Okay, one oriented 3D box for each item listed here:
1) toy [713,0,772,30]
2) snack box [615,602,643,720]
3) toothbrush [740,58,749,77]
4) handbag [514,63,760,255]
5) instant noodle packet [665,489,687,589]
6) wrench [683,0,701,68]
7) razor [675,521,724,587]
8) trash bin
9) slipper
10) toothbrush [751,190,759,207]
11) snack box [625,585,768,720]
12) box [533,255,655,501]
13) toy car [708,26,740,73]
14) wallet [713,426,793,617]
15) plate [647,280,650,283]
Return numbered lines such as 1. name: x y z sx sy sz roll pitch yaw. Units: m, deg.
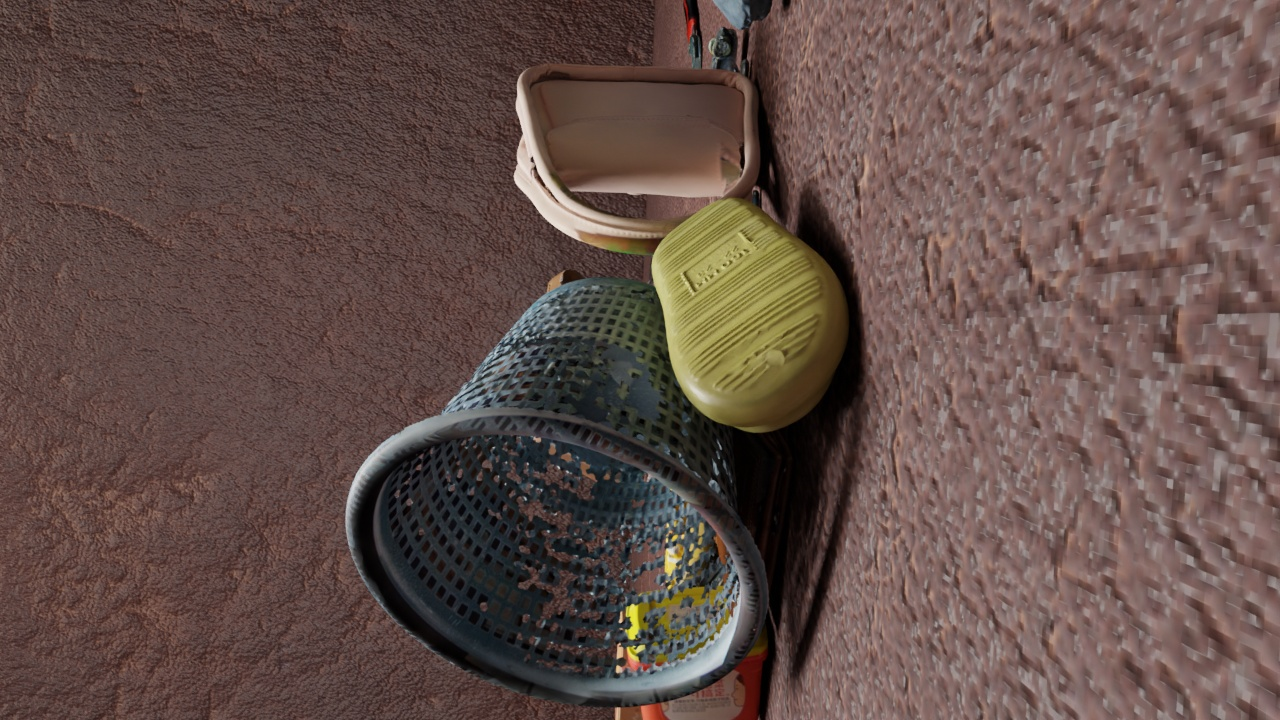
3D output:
1. toy: 0.066 -0.289 0.570 0.356 0.091 0.138 -95 -20 -79
2. snack box: 0.028 0.247 0.704 0.077 0.093 0.094 -93 5 -68
3. toothbrush: 0.081 -0.168 0.800 0.015 0.018 0.181 -85 0 -69
4. handbag: 0.001 -0.143 0.677 0.233 0.193 0.093 -100 10 -56
5. instant noodle packet: 0.046 0.176 0.931 0.128 0.044 0.111 -84 -8 -65
6. wrench: 0.072 -0.467 1.283 0.056 0.016 0.272 96 175 -47
7. razor: 0.057 0.148 0.723 0.068 0.062 0.167 -53 12 24
8. trash bin: -0.030 0.059 0.552 0.194 0.226 0.227 -73 -10 -51
9. slipper: 0.063 -0.023 0.495 0.081 0.092 0.190 47 -167 -31
10. toothbrush: 0.081 -0.040 0.668 0.014 0.016 0.189 116 158 -71
11. snack box: 0.038 0.202 0.610 0.082 0.091 0.080 -93 -1 -72
12. box: -0.007 0.005 0.760 0.153 0.178 0.182 97 174 -51
13. toy car: 0.073 -0.249 0.817 0.042 0.034 0.091 -87 2 -68
14. wallet: 0.070 0.098 0.592 0.101 0.032 0.125 -99 13 -73
15. plate: 0.028 -0.061 1.017 0.192 0.039 0.192 -60 -5 -10
